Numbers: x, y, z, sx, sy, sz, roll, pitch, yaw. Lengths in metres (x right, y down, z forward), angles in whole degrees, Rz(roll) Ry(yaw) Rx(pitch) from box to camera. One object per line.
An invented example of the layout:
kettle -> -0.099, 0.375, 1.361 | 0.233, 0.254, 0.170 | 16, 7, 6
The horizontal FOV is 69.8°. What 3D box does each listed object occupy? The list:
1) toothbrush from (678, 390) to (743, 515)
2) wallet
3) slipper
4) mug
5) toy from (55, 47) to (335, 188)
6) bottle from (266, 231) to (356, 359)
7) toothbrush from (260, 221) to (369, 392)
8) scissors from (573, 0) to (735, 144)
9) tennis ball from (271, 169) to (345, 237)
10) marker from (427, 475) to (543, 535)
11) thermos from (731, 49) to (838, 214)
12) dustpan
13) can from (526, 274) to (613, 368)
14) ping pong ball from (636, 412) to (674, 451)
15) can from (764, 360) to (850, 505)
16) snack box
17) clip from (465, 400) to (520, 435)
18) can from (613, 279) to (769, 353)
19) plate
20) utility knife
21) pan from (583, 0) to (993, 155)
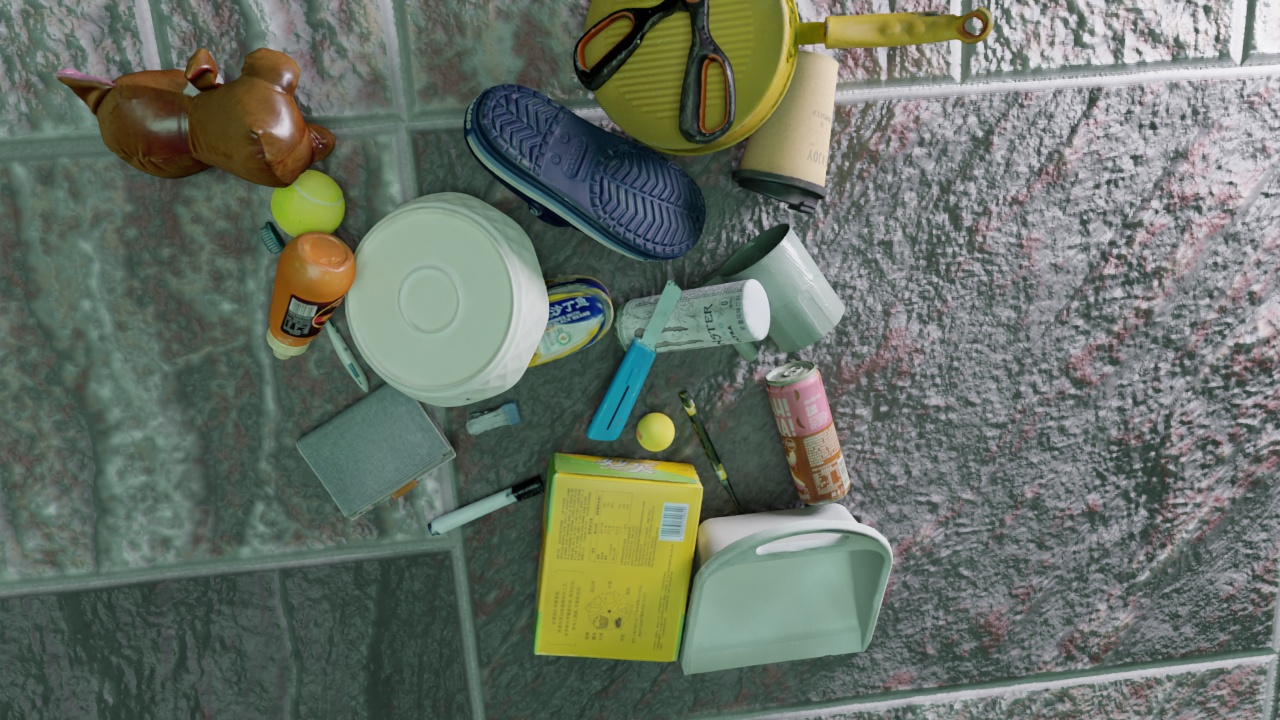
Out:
toothbrush -> 0.080, 0.115, 0.993 | 0.017, 0.012, 0.186 | -22, 106, 11
wallet -> -0.268, 0.091, 0.939 | 0.130, 0.037, 0.106 | -32, 95, 2
slipper -> -0.055, -0.161, 0.856 | 0.252, 0.095, 0.105 | 24, 69, -28
mug -> 0.127, -0.062, 0.923 | 0.124, 0.083, 0.103 | -31, 108, 28
toy -> -0.385, -0.214, 0.806 | 0.200, 0.130, 0.140 | -3, 144, 6
bottle -> -0.318, -0.052, 0.864 | 0.066, 0.066, 0.150 | 29, 128, -12
toothbrush -> -0.321, -0.049, 0.907 | 0.018, 0.016, 0.191 | -24, 106, 11
scissors -> 0.034, -0.296, 0.791 | 0.233, 0.021, 0.221 | -14, 94, 23
tennis ball -> -0.310, -0.145, 0.856 | 0.065, 0.065, 0.065 | -1, 105, -6
marker -> -0.164, 0.156, 0.976 | 0.131, 0.018, 0.023 | -24, 115, 0
thermos -> 0.144, -0.216, 0.876 | 0.093, 0.093, 0.143 | 12, 96, -9
dustpan -> 0.154, 0.252, 0.960 | 0.222, 0.142, 0.258 | -6, 109, -4
can -> -0.099, -0.037, 0.915 | 0.148, 0.049, 0.074 | -18, 105, -1
ping pong ball -> 0.016, 0.075, 0.960 | 0.040, 0.040, 0.040 | -1, 105, -6
can -> 0.177, 0.078, 0.969 | 0.058, 0.058, 0.147 | -19, 106, -1
snack box -> -0.028, 0.209, 0.976 | 0.157, 0.070, 0.210 | 5, 104, -7
clip -> -0.153, 0.060, 0.951 | 0.058, 0.036, 0.025 | -15, 108, -2
can -> 0.049, -0.040, 0.889 | 0.147, 0.058, 0.058 | -7, 109, 32
plate -> -0.191, -0.056, 0.867 | 0.205, 0.045, 0.205 | 1, 93, 13
utility knife -> -0.005, 0.005, 0.898 | 0.034, 0.018, 0.224 | 18, 131, -9
pan -> 0.122, -0.287, 0.815 | 0.358, 0.078, 0.198 | 2, 100, 20
